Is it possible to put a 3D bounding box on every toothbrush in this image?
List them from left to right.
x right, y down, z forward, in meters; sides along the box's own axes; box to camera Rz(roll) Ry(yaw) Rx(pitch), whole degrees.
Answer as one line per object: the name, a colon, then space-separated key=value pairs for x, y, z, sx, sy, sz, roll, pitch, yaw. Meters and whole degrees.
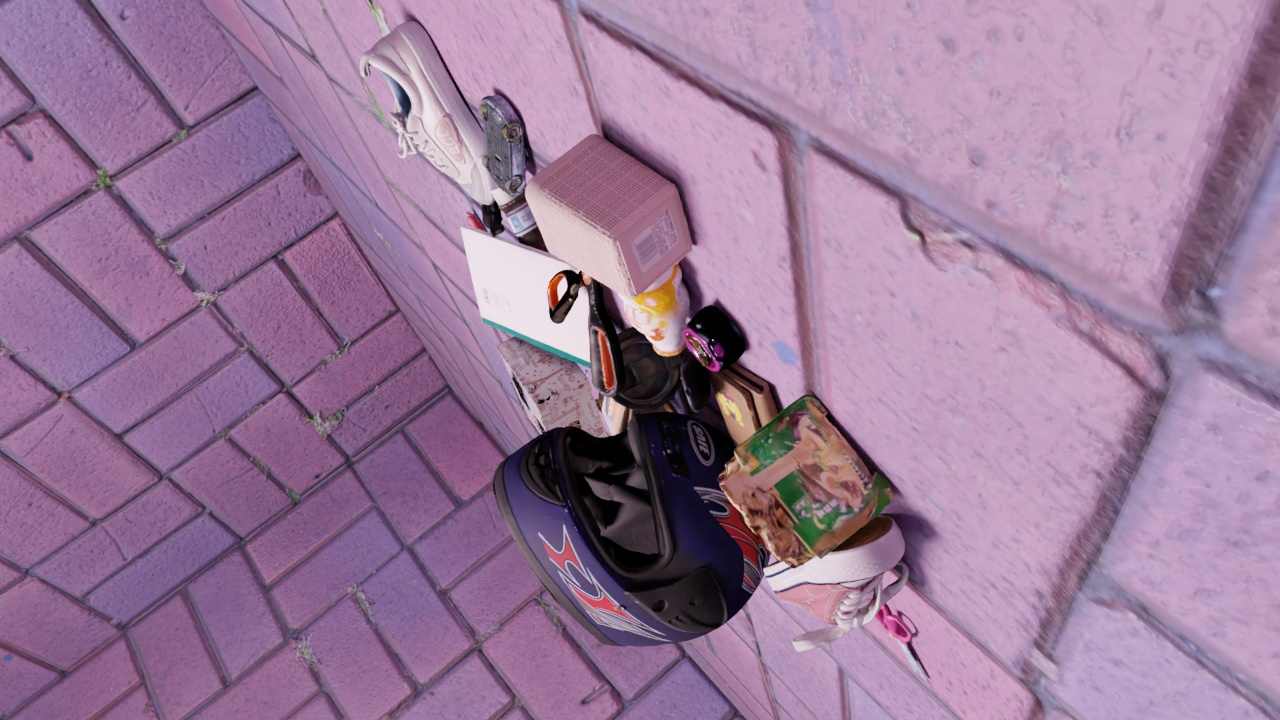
toothbrush: x=-0.183 y=-0.176 z=1.142 sx=0.212 sy=0.027 sz=0.026 roll=-123 pitch=15 yaw=-70

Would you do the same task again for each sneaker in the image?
sneaker: x=-0.248 y=-0.272 z=1.092 sx=0.089 sy=0.090 sz=0.242 roll=38 pitch=160 yaw=47
sneaker: x=0.190 y=0.211 z=0.868 sx=0.088 sy=0.118 sz=0.242 roll=62 pitch=160 yaw=12

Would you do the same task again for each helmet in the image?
helmet: x=0.016 y=0.172 z=1.036 sx=0.315 sy=0.240 sz=0.247 roll=52 pitch=-168 yaw=-37

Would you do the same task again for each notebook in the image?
notebook: x=-0.136 y=-0.078 z=1.136 sx=0.209 sy=0.012 sz=0.151 roll=22 pitch=136 yaw=31

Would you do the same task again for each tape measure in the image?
tape measure: x=0.066 y=-0.018 z=0.847 sx=0.058 sy=0.039 sz=0.057 roll=52 pitch=165 yaw=1

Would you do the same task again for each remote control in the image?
remote control: x=0.057 y=0.020 z=0.932 sx=0.136 sy=0.024 sz=0.053 roll=-58 pitch=-48 yaw=-82

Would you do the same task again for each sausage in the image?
sausage: x=-0.230 y=-0.168 z=1.428 sx=0.020 sy=0.020 sz=0.156 roll=31 pitch=154 yaw=54

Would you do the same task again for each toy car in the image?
toy car: x=-0.145 y=-0.232 z=0.991 sx=0.054 sy=0.036 sz=0.121 roll=46 pitch=154 yaw=26

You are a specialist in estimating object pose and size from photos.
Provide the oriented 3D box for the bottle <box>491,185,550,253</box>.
bottle: x=-0.116 y=-0.132 z=1.122 sx=0.080 sy=0.044 sz=0.195 roll=8 pitch=134 yaw=59

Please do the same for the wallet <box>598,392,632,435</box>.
wallet: x=-0.029 y=0.048 z=1.177 sx=0.115 sy=0.024 sz=0.087 roll=-117 pitch=31 yaw=-61

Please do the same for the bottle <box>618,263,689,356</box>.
bottle: x=0.017 y=-0.051 z=0.871 sx=0.063 sy=0.063 sz=0.108 roll=40 pitch=161 yaw=39

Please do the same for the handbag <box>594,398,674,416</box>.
handbag: x=0.021 y=0.117 z=1.274 sx=0.179 sy=0.063 sz=0.163 roll=55 pitch=167 yaw=-27

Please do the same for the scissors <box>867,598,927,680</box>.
scissors: x=0.284 y=0.310 z=1.019 sx=0.073 sy=0.017 sz=0.137 roll=33 pitch=160 yaw=50

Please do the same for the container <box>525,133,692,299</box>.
container: x=-0.023 y=-0.121 z=0.785 sx=0.111 sy=0.089 sz=0.090 roll=36 pitch=159 yaw=36

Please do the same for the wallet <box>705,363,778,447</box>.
wallet: x=0.109 y=0.055 z=0.912 sx=0.090 sy=0.033 sz=0.115 roll=37 pitch=156 yaw=48

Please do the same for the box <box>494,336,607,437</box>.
box: x=-0.136 y=0.003 z=1.288 sx=0.259 sy=0.110 sz=0.179 roll=52 pitch=165 yaw=37

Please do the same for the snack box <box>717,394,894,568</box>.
snack box: x=0.139 y=0.111 z=0.827 sx=0.118 sy=0.117 sz=0.105 roll=53 pitch=178 yaw=8

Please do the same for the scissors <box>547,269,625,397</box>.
scissors: x=-0.055 y=-0.070 z=0.947 sx=0.235 sy=0.021 sz=0.221 roll=-20 pitch=84 yaw=64

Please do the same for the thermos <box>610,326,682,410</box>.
thermos: x=-0.006 y=0.006 z=1.045 sx=0.093 sy=0.093 sz=0.143 roll=54 pitch=174 yaw=-8
